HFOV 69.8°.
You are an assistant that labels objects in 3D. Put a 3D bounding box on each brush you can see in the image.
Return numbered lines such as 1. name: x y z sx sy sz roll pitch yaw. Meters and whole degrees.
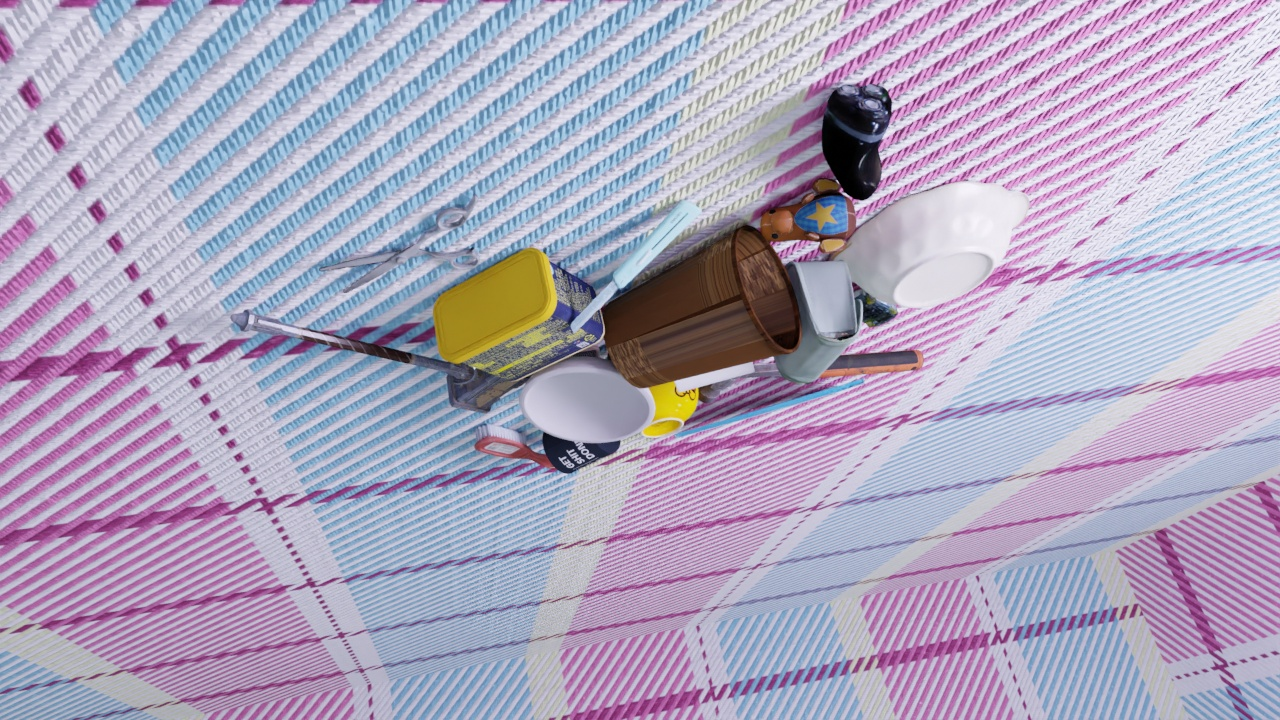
1. brush: -0.071 -0.011 1.054 0.050 0.015 0.136 -9 154 -10
2. brush: -0.161 0.119 1.257 0.041 0.030 0.172 -28 149 27

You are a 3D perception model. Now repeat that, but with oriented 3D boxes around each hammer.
1. hammer: 0.238 0.002 1.202 0.314 0.035 0.138 -4 153 -20
2. hammer: -0.259 -0.007 0.942 0.099 0.044 0.321 -32 148 34

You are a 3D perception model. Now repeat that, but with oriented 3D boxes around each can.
1. can: -0.118 -0.040 0.910 0.135 0.075 0.104 -24 154 22

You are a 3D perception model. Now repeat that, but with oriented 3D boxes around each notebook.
1. notebook: 0.170 0.068 1.252 0.253 0.009 0.181 -17 175 2

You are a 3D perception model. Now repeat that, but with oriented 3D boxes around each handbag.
1. handbag: 0.186 -0.043 0.995 0.067 0.106 0.122 -4 159 -14

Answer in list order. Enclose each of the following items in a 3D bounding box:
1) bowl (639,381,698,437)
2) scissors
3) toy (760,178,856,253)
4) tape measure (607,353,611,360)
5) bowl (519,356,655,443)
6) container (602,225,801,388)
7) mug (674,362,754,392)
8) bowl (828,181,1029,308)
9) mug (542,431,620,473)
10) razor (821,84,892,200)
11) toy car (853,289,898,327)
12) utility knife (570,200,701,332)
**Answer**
1. bowl: 0.021 0.057 1.173 0.117 0.067 0.117 -11 154 -5
2. scissors: -0.205 -0.102 0.814 0.141 0.014 0.159 -1 152 -30
3. toy: 0.164 -0.134 0.896 0.090 0.070 0.103 -6 179 15
4. tape measure: -0.006 0.006 1.068 0.058 0.058 0.038 5 149 -23
5. bowl: -0.058 0.036 1.018 0.149 0.043 0.150 2 144 1
6. container: 0.057 -0.044 0.931 0.168 0.132 0.132 -21 154 29
7. mug: 0.080 -0.011 1.074 0.090 0.074 0.110 -16 180 6
8. bowl: 0.315 -0.109 0.982 0.219 0.060 0.188 -16 153 9
9. mug: -0.088 0.093 1.209 0.078 0.071 0.105 -28 124 28
10. razor: 0.189 -0.186 0.791 0.063 0.053 0.140 -48 158 -3
11. toy car: 0.271 -0.064 1.089 0.039 0.027 0.089 -35 146 33
12. utility knife: -0.008 -0.087 0.859 0.166 0.015 0.022 -45 117 8
